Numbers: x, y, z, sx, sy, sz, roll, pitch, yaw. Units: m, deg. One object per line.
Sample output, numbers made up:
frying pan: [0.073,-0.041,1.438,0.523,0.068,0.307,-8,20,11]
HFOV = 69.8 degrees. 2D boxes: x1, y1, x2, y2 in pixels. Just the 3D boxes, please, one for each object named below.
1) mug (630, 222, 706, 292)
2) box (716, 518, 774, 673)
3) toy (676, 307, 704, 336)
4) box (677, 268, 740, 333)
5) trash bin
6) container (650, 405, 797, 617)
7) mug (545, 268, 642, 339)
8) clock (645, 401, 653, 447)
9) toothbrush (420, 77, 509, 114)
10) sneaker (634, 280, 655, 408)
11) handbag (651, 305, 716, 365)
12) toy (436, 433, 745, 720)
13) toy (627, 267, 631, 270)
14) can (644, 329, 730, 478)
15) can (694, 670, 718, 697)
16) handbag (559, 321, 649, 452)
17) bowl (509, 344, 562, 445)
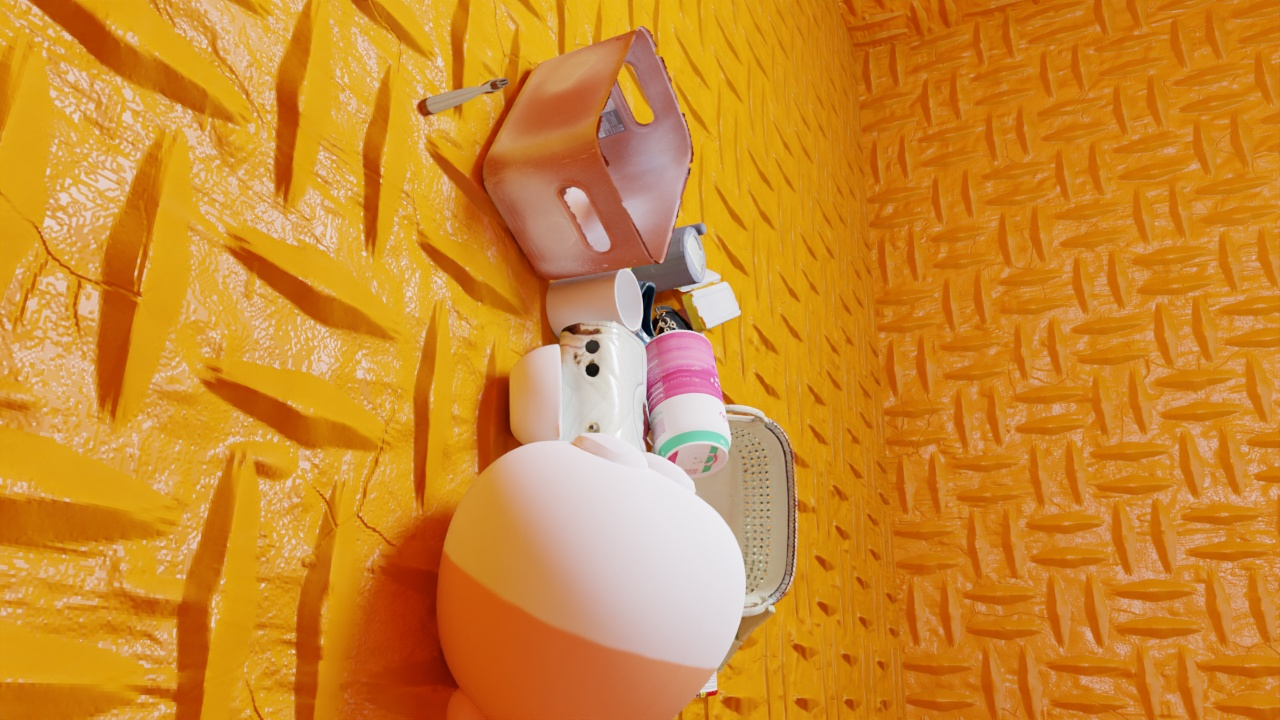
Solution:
mug: [0.033,-0.148,1.280,0.084,0.104,0.123,65,29,-30]
box: [0.121,0.310,1.250,0.030,0.139,0.187,23,29,-19]
toy: [0.075,-0.025,1.408,0.105,0.053,0.108,31,51,-79]
box: [0.089,-0.105,1.406,0.128,0.046,0.209,47,22,8]
trash bin: [-0.054,-0.231,1.046,0.259,0.158,0.181,-77,148,-42]
container: [0.093,0.190,1.162,0.184,0.143,0.251,5,78,-21]
mug: [-0.046,-0.056,1.089,0.110,0.091,0.073,47,42,-53]
clock: [0.025,0.059,1.263,0.096,0.048,0.137,54,34,-46]
toothbrush: [-0.180,-0.277,0.952,0.166,0.016,0.016,-51,127,-58]
sneaker: [-0.007,0.007,1.171,0.087,0.079,0.235,22,63,-63]
handbag: [0.060,-0.024,1.314,0.128,0.054,0.079,54,1,-1]
toy: [-0.053,0.207,0.804,0.262,0.266,0.280,28,85,-44]
toy: [-0.045,-0.147,1.181,0.117,0.043,0.092,-36,113,-61]
can: [0.052,0.048,1.071,0.088,0.088,0.165,52,23,-48]
can: [0.054,0.369,1.180,0.086,0.087,0.116,28,57,-61]
handbag: [-0.040,0.068,1.018,0.142,0.096,0.198,68,19,-71]
bowl: [-0.108,0.041,0.938,0.115,0.050,0.114,178,-89,-82]
